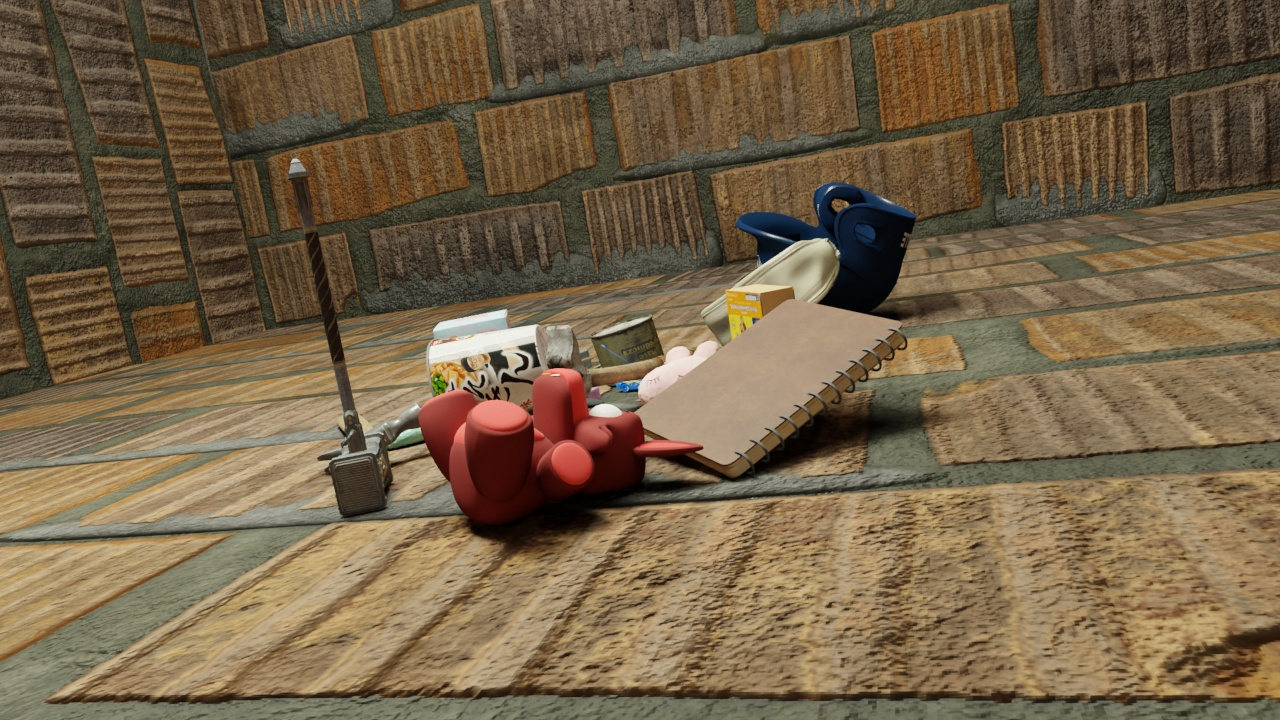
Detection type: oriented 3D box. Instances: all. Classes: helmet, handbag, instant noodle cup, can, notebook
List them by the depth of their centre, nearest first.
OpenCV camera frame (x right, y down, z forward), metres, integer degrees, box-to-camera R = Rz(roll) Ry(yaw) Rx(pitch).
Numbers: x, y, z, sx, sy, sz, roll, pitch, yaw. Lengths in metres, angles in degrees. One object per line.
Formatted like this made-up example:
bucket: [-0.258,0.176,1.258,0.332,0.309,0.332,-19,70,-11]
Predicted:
notebook: [0.119,0.019,0.855,0.225,0.024,0.167,-36,29,-22]
instant noodle cup: [-0.162,0.017,1.049,0.122,0.123,0.123,-17,9,7]
can: [-0.015,-0.013,1.267,0.090,0.074,0.090,-18,9,3]
handbag: [0.197,-0.074,1.310,0.230,0.132,0.183,-33,2,44]
helmet: [0.280,-0.170,1.463,0.272,0.223,0.232,20,20,-5]

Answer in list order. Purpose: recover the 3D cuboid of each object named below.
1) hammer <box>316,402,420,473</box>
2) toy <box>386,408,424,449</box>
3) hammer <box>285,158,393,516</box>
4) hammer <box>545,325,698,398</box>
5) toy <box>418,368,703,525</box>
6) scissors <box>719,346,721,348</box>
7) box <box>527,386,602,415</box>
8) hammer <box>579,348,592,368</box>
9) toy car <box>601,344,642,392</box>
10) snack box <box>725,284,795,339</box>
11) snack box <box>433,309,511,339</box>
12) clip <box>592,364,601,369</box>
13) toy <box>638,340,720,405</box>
hammer: [-0.350,0.082,1.136,0.119,0.031,0.332,-31,14,-19]
toy: [-0.279,0.081,1.127,0.085,0.033,0.105,-20,11,-2]
hammer: [-0.287,-0.024,0.856,0.044,0.322,0.098,-11,10,-9]
hammer: [0.000,0.011,1.102,0.049,0.121,0.318,-2,4,37]
toy: [-0.071,0.068,0.769,0.196,0.120,0.159,-5,3,-32]
scissors: [0.076,0.002,1.274,0.138,0.019,0.136,-17,4,-1]
box: [-0.141,0.054,1.146,0.215,0.033,0.076,0,15,43]
hammer: [-0.165,0.008,1.429,0.170,0.034,0.324,-16,7,-3]
toy car: [-0.007,0.007,1.200,0.092,0.062,0.033,-4,11,29]
snack box: [0.138,-0.017,1.010,0.040,0.126,0.088,-12,10,-17]
snack box: [-0.208,-0.008,1.183,0.093,0.095,0.079,-12,10,-4]
clip: [-0.049,0.014,1.328,0.044,0.023,0.075,-4,13,23]
toy: [0.052,0.017,1.049,0.108,0.053,0.104,-14,29,28]
